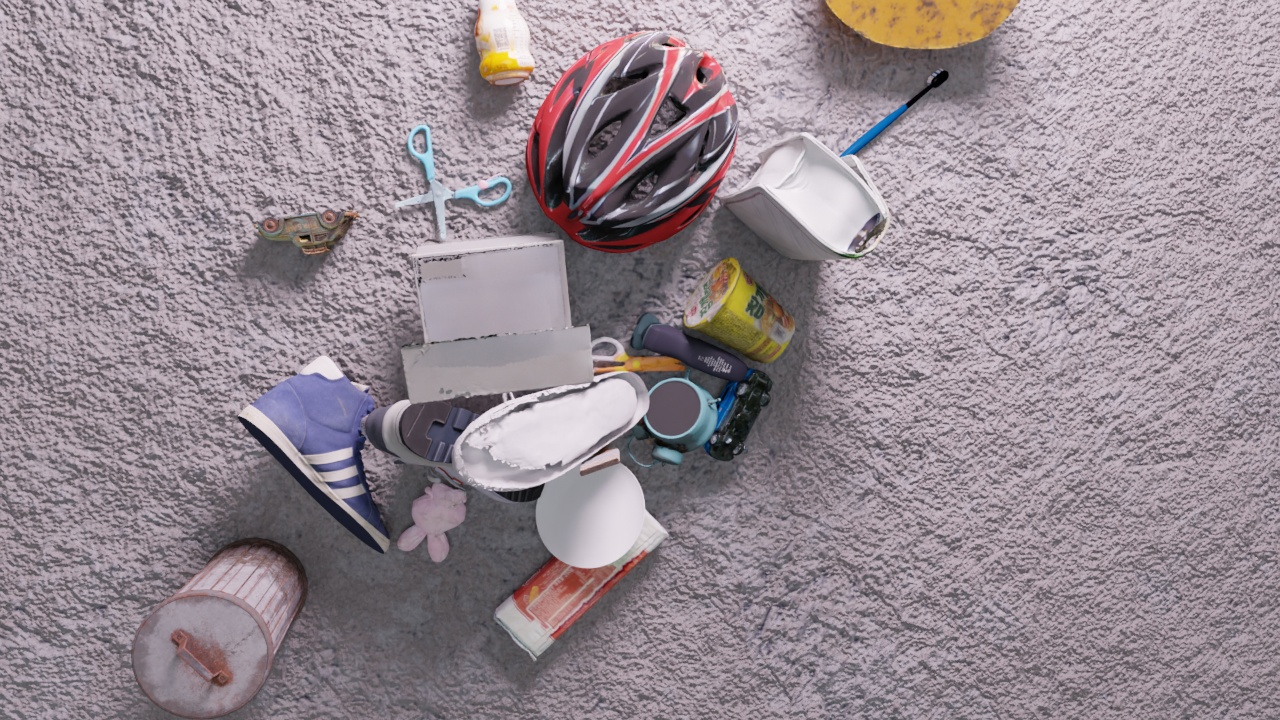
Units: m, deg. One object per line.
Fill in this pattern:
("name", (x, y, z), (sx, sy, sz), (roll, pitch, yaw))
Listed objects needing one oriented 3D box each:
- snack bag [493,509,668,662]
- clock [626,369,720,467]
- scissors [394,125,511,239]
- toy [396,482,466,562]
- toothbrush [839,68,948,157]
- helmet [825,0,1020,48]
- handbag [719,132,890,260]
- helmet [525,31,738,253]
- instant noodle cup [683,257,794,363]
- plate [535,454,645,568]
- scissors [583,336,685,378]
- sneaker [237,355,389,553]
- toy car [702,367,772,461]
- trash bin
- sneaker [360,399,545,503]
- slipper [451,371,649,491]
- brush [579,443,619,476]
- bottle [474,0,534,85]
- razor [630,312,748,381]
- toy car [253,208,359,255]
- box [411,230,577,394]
("snack bag", (-0.072, 0.260, 1.119), (0.225, 0.041, 0.077), (-42, 100, 0))
("clock", (0.033, 0.073, 1.091), (0.124, 0.053, 0.090), (-45, 65, 0))
("scissors", (-0.221, -0.210, 1.056), (0.135, 0.015, 0.135), (-16, 95, -14))
("toy", (-0.243, 0.187, 1.083), (0.063, 0.047, 0.110), (21, 111, -19))
("toothbrush", (0.308, -0.298, 1.118), (0.168, 0.014, 0.014), (-39, 134, 1))
("helmet", (0.304, -0.476, 1.038), (0.255, 0.131, 0.206), (13, 125, -15))
("handbag", (0.185, -0.174, 1.024), (0.142, 0.198, 0.096), (39, 88, -11))
("helmet", (0.001, -0.248, 1.022), (0.217, 0.167, 0.271), (42, 77, -14))
("instant noodle cup", (0.121, -0.052, 1.086), (0.108, 0.102, 0.102), (33, 91, -19))
("plate", (-0.060, 0.181, 1.099), (0.135, 0.011, 0.134), (-4, 73, 12))
("scissors", (-0.005, -0.001, 1.112), (0.130, 0.013, 0.070), (-6, 99, -7))
("sneaker", (-0.333, 0.101, 1.049), (0.118, 0.092, 0.233), (-51, 122, -28))
("toy car", (0.116, 0.065, 1.116), (0.056, 0.044, 0.120), (27, 90, -41))
("trash bin", (-0.441, 0.280, 0.981), (0.130, 0.211, 0.131), (-1, 96, -8))
("sneaker", (-0.217, 0.097, 1.043), (0.239, 0.124, 0.088), (37, 62, -50))
("slipper", (-0.101, 0.073, 1.018), (0.246, 0.075, 0.112), (-23, 79, -38))
("brush", (-0.044, 0.104, 1.051), (0.045, 0.143, 0.008), (-20, 98, 3))
("bottle", (-0.155, -0.365, 1.021), (0.063, 0.063, 0.108), (-10, 97, -7))
("razor", (0.059, -0.011, 1.087), (0.143, 0.052, 0.047), (23, 102, 5))
("toy car", (-0.370, -0.141, 1.024), (0.112, 0.047, 0.047), (-8, 93, -7))
("box", (-0.183, -0.073, 1.183), (0.168, 0.404, 0.172), (-7, 98, -8))
